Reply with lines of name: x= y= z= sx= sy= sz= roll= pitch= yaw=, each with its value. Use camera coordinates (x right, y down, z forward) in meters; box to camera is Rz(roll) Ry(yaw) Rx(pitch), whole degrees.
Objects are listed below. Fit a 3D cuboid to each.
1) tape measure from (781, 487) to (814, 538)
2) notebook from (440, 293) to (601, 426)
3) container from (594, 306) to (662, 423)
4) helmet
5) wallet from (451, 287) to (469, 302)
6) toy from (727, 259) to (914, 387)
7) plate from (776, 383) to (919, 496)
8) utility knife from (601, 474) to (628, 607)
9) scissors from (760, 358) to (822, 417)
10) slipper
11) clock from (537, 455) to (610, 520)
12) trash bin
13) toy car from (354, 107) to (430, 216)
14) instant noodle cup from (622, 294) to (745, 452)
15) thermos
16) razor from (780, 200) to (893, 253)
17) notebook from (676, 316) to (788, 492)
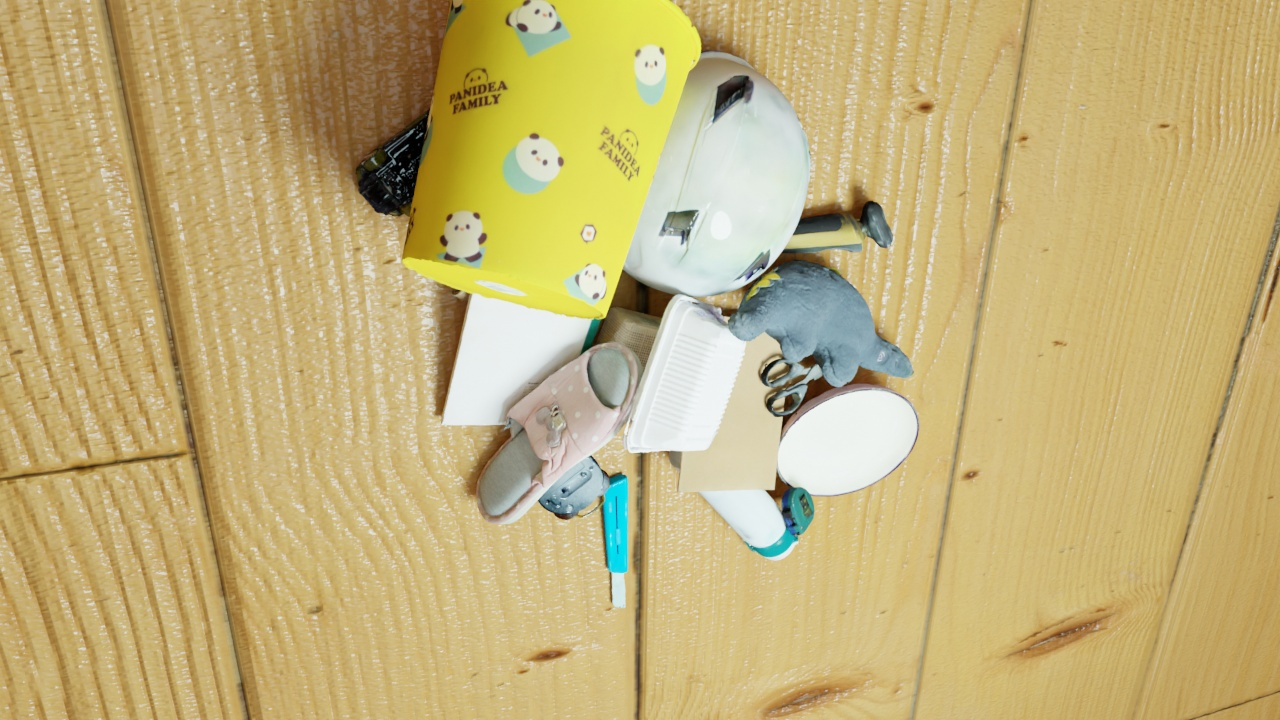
tape measure: x=0.206 y=0.192 z=1.191 sx=0.058 sy=0.025 sz=0.054 roll=-42 pitch=112 yaw=-49
notebook: x=-0.126 y=-0.008 z=0.997 sx=0.150 sy=0.012 sz=0.210 roll=1 pitch=129 yaw=-27
container: x=-0.006 y=0.006 z=1.044 sx=0.090 sy=0.090 sz=0.111 roll=12 pitch=104 yaw=-25
helmet: x=0.082 y=-0.180 z=0.949 sx=0.229 sy=0.146 sz=0.259 roll=24 pitch=101 yaw=-34
wallet: x=-0.130 y=-0.076 z=0.966 sx=0.090 sy=0.033 sz=0.115 roll=-41 pitch=140 yaw=18
toy: x=0.208 y=-0.048 z=1.075 sx=0.355 sy=0.137 sz=0.092 roll=16 pitch=141 yaw=-43
plate: x=0.263 y=0.098 z=1.190 sx=0.192 sy=0.039 sz=0.193 roll=-7 pitch=131 yaw=-8
utility knife: x=-0.029 y=0.237 z=1.173 sx=0.034 sy=0.018 sz=0.203 roll=-10 pitch=116 yaw=-17
scissors: x=0.221 y=0.020 z=1.151 sx=0.173 sy=0.014 sz=0.142 roll=18 pitch=87 yaw=-34
slipper: x=-0.102 y=0.080 z=1.005 sx=0.054 sy=0.114 sz=0.275 roll=19 pitch=126 yaw=-45
clock: x=-0.084 y=0.144 z=1.091 sx=0.082 sy=0.055 sz=0.122 roll=-38 pitch=120 yaw=-3
trash bin: x=-0.086 y=-0.182 z=0.808 sx=0.229 sy=0.230 sz=0.255 roll=16 pitch=85 yaw=-26
toy car: x=-0.207 y=-0.204 z=0.904 sx=0.158 sy=0.042 sz=0.070 roll=-37 pitch=120 yaw=-1
instant noodle cup: x=0.056 y=0.024 z=0.984 sx=0.137 sy=0.060 sz=0.173 roll=9 pitch=100 yaw=-64
thermos: x=0.124 y=0.178 z=1.179 sx=0.073 sy=0.073 sz=0.224 roll=-41 pitch=120 yaw=0
razor: x=0.216 y=-0.153 z=1.080 sx=0.167 sy=0.062 sz=0.068 roll=-8 pitch=146 yaw=-12
notebook: x=0.116 y=0.053 z=1.103 sx=0.149 sy=0.012 sz=0.211 roll=4 pitch=94 yaw=-34
